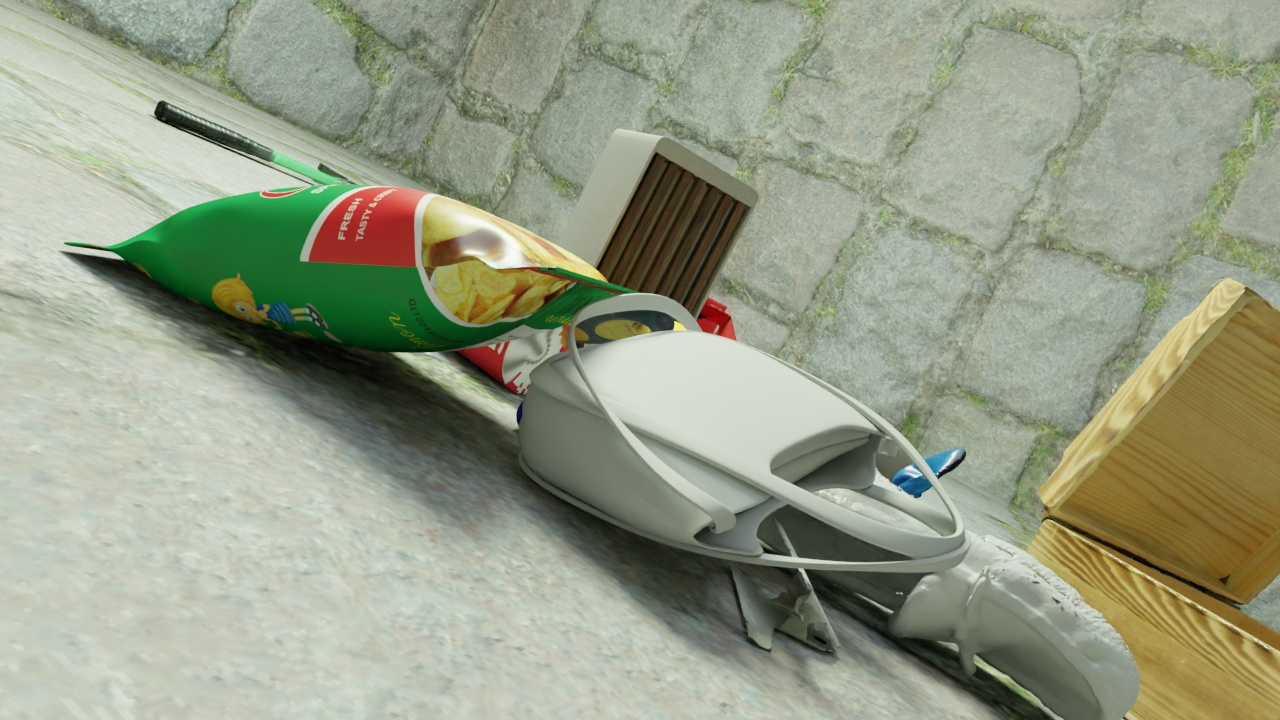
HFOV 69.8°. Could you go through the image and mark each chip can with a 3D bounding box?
[{"bbox_3d":[-0.149,-0.053,0.715,0.221,0.069,0.069,32,7,34],"label":"chip can"}]

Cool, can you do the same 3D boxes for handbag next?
[{"bbox_3d":[0.069,0.042,0.480,0.223,0.096,0.215,22,22,33],"label":"handbag"}]

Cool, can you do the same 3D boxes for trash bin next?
[{"bbox_3d":[-0.009,-0.088,0.872,0.114,0.229,0.114,24,7,-27],"label":"trash bin"}]

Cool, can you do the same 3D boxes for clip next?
[{"bbox_3d":[0.073,0.114,0.448,0.052,0.058,0.102,3,7,1],"label":"clip"}]

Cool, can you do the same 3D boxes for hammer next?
[{"bbox_3d":[-0.528,-0.292,1.309,0.130,0.032,0.318,33,8,37],"label":"hammer"}]

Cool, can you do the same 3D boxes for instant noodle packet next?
[{"bbox_3d":[-0.140,-0.050,0.519,0.253,0.090,0.195,4,1,12],"label":"instant noodle packet"}]

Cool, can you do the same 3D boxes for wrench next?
[{"bbox_3d":[-0.057,-0.025,0.710,0.073,0.022,0.274,51,-25,-22],"label":"wrench"}]

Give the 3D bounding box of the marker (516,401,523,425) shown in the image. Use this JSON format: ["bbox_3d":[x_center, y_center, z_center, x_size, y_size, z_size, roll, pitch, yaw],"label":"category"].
[{"bbox_3d":[-0.048,0.033,0.621,0.023,0.027,0.133,32,7,12],"label":"marker"}]

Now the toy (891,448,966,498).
[{"bbox_3d":[0.149,0.107,0.685,0.177,0.112,0.071,-2,-59,58],"label":"toy"}]

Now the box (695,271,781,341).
[{"bbox_3d":[0.040,-0.069,1.065,0.213,0.154,0.164,26,38,-25],"label":"box"}]

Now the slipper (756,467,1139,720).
[{"bbox_3d":[0.163,0.128,0.537,0.247,0.074,0.112,32,-24,22],"label":"slipper"}]

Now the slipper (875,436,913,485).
[{"bbox_3d":[0.135,0.054,0.825,0.265,0.113,0.080,20,46,-14],"label":"slipper"}]

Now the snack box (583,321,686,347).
[{"bbox_3d":[-0.004,0.004,0.734,0.061,0.084,0.106,8,10,-21],"label":"snack box"}]

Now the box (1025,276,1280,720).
[{"bbox_3d":[0.497,0.139,0.714,0.279,0.334,0.286,23,5,-22],"label":"box"}]
